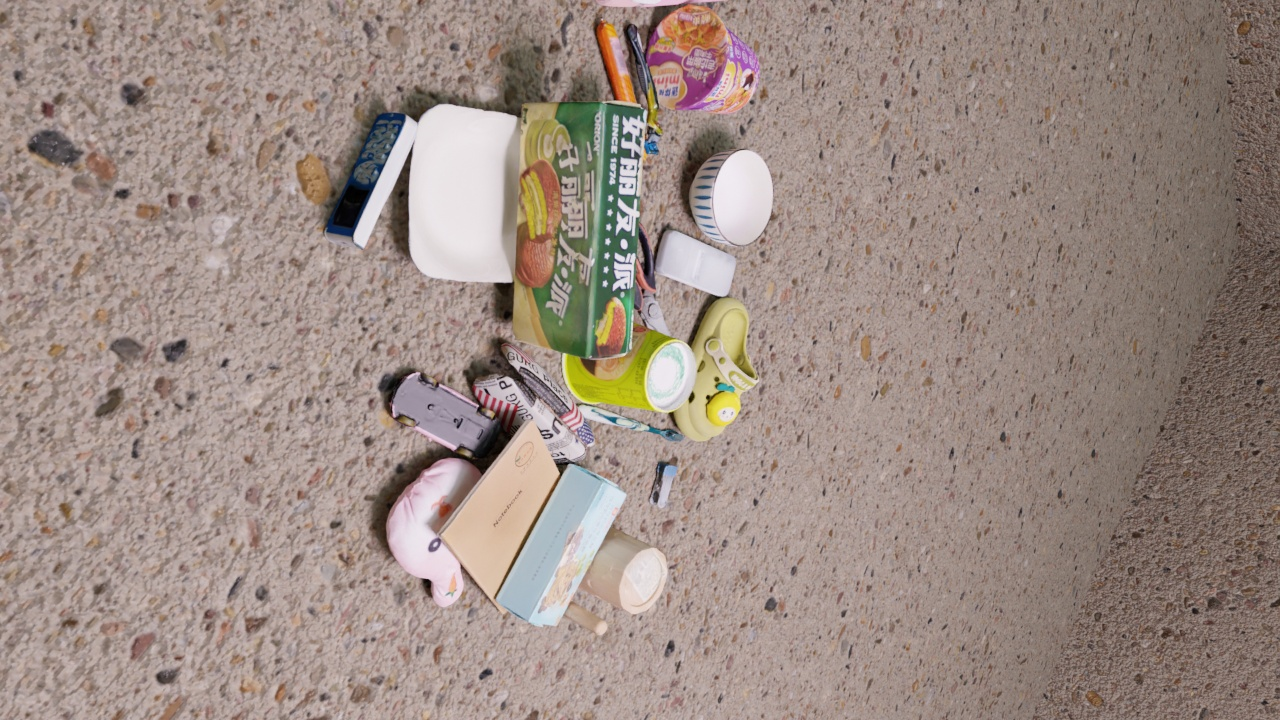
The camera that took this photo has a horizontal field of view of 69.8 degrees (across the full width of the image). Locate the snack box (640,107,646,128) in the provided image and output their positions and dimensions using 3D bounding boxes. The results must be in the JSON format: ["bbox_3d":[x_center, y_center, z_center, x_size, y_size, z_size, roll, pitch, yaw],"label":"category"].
[{"bbox_3d":[-0.044,-0.183,0.970,0.051,0.074,0.175,-2,102,-46],"label":"snack box"}]

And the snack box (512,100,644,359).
[{"bbox_3d":[-0.062,-0.127,0.890,0.063,0.115,0.240,-8,107,-46],"label":"snack box"}]

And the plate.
[{"bbox_3d":[-0.159,-0.159,0.890,0.163,0.034,0.164,-2,102,-45],"label":"plate"}]

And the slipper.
[{"bbox_3d":[0.105,0.013,1.168,0.091,0.082,0.190,20,85,-43],"label":"slipper"}]

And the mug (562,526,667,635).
[{"bbox_3d":[-0.045,0.252,1.062,0.124,0.104,0.084,-44,128,-29],"label":"mug"}]

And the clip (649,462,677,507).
[{"bbox_3d":[0.028,0.160,1.175,0.026,0.038,0.058,15,89,-48],"label":"clip"}]

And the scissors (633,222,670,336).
[{"bbox_3d":[-0.003,-0.063,1.087,0.185,0.015,0.209,-2,102,-46],"label":"scissors"}]

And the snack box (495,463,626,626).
[{"bbox_3d":[-0.086,0.205,1.017,0.174,0.052,0.074,-61,153,-7],"label":"snack box"}]

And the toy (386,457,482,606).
[{"bbox_3d":[-0.194,0.176,0.932,0.121,0.054,0.160,-44,135,-32],"label":"toy"}]

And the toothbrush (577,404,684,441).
[{"bbox_3d":[-0.009,0.078,1.115,0.191,0.018,0.016,20,86,-47],"label":"toothbrush"}]

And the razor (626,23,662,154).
[{"bbox_3d":[0.007,-0.299,1.012,0.042,0.022,0.143,-36,116,-73],"label":"razor"}]

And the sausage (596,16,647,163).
[{"bbox_3d":[-0.018,-0.293,1.006,0.021,0.021,0.165,-39,125,-32],"label":"sausage"}]

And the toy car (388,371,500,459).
[{"bbox_3d":[-0.194,0.055,0.911,0.122,0.037,0.056,34,72,-31],"label":"toy car"}]

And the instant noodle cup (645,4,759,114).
[{"bbox_3d":[0.077,-0.330,1.037,0.099,0.112,0.111,0,100,-52],"label":"instant noodle cup"}]

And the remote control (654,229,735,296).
[{"bbox_3d":[0.069,-0.119,1.141,0.135,0.020,0.056,14,91,-47],"label":"remote control"}]

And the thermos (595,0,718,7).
[{"bbox_3d":[0.036,-0.412,0.985,0.198,0.087,0.067,-24,145,-41],"label":"thermos"}]

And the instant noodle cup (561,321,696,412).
[{"bbox_3d":[-0.006,0.006,1.022,0.111,0.124,0.112,-13,109,-43],"label":"instant noodle cup"}]

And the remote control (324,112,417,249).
[{"bbox_3d":[-0.234,-0.158,0.804,0.024,0.049,0.125,32,78,-48],"label":"remote control"}]

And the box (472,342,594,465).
[{"bbox_3d":[-0.104,0.043,0.986,0.163,0.076,0.087,51,45,-37],"label":"box"}]

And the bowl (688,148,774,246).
[{"bbox_3d":[0.102,-0.199,1.120,0.116,0.066,0.116,-12,108,-43],"label":"bowl"}]

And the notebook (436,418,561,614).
[{"bbox_3d":[-0.132,0.170,0.971,0.147,0.008,0.208,-53,151,-24],"label":"notebook"}]
